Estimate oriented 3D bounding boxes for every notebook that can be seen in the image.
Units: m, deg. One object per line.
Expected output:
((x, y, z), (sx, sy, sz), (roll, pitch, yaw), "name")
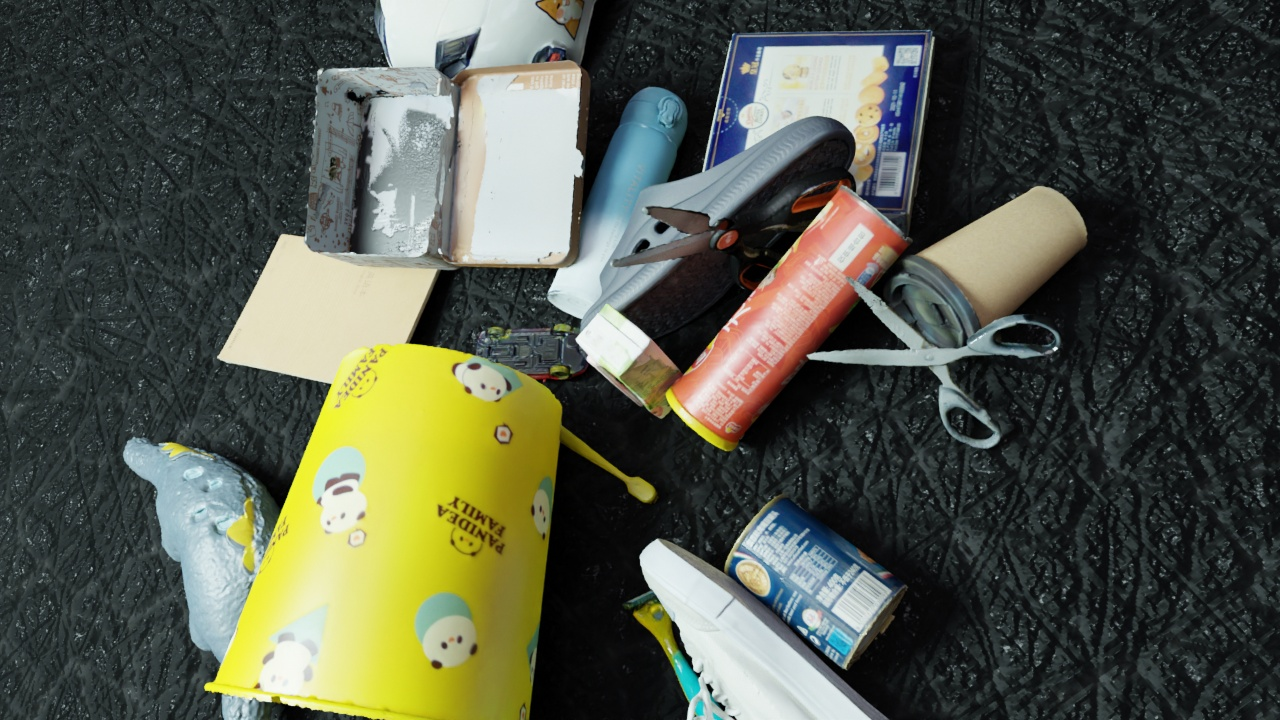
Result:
((-0.307, -0.051, 0.909), (0.212, 0.012, 0.149), (10, 69, 24), "notebook")

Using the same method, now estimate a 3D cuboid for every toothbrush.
((-0.060, 0.070, 0.797), (0.190, 0.016, 0.015), (31, 83, 27), "toothbrush")

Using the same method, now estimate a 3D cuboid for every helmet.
((-0.164, -0.375, 0.920), (0.230, 0.157, 0.274), (31, 82, 26), "helmet")

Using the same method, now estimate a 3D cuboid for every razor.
((0.034, 0.233, 0.696), (0.043, 0.028, 0.132), (-20, 58, -24), "razor")

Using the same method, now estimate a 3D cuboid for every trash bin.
((-0.171, 0.140, 0.698), (0.230, 0.230, 0.254), (1, 66, 19), "trash bin")

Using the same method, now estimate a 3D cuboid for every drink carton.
((-0.004, 0.004, 0.742), (0.053, 0.122, 0.045), (41, 88, 25), "drink carton")

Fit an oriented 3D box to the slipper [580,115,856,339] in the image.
((0.051, -0.113, 0.756), (0.269, 0.110, 0.083), (-40, 63, 17), "slipper")

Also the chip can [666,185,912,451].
((0.112, -0.031, 0.714), (0.073, 0.073, 0.217), (46, 105, 27), "chip can")

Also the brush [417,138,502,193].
((-0.198, -0.179, 0.916), (0.144, 0.055, 0.073), (-8, 87, 15), "brush")

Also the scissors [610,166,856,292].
((0.075, -0.088, 0.706), (0.224, 0.205, 0.021), (-28, 63, -14), "scissors")

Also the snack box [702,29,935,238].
((0.155, -0.203, 0.810), (0.183, 0.046, 0.177), (7, 73, 21), "snack box")

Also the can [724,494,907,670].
((0.127, 0.160, 0.666), (0.111, 0.075, 0.075), (36, 84, 26), "can")

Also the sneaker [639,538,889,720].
((0.080, 0.232, 0.654), (0.242, 0.089, 0.091), (40, 90, 20), "sneaker")

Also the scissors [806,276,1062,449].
((0.214, 0.000, 0.671), (0.181, 0.159, 0.014), (-9, 25, 20), "scissors")

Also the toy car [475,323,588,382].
((-0.096, -0.004, 0.827), (0.106, 0.031, 0.049), (-3, 67, 9), "toy car")

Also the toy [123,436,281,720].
((-0.378, 0.176, 0.822), (0.138, 0.091, 0.356), (-42, 60, 13), "toy")

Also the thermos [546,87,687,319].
((-0.016, -0.144, 0.834), (0.070, 0.070, 0.220), (15, 76, 23), "thermos")

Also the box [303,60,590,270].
((-0.169, -0.172, 0.833), (0.261, 0.082, 0.177), (3, 88, 18), "box")

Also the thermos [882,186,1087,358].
((0.264, -0.069, 0.705), (0.143, 0.093, 0.093), (-36, 63, -7), "thermos")
